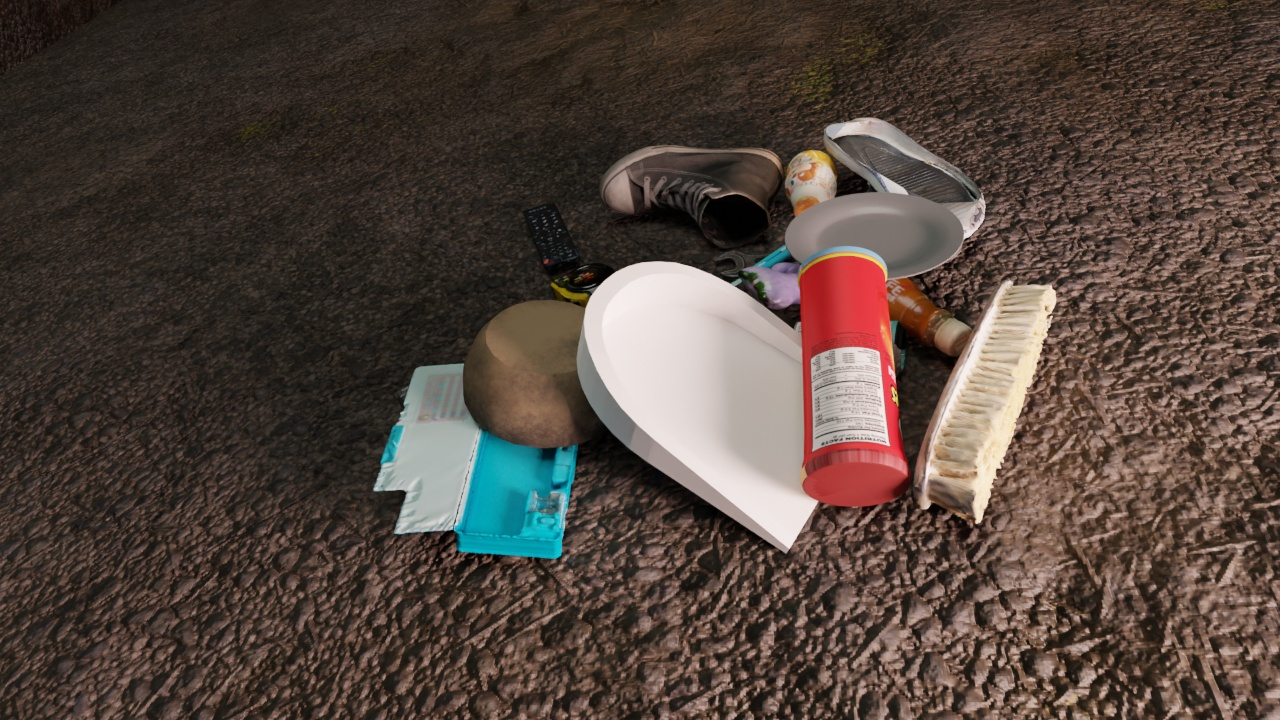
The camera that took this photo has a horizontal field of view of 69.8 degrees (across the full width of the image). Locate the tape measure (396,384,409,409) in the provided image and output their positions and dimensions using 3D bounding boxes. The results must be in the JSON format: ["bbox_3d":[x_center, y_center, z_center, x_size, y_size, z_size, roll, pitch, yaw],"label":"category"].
[{"bbox_3d":[-0.214,0.040,0.963,0.065,0.036,0.059,-29,32,-20],"label":"tape measure"}]

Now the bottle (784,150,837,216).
[{"bbox_3d":[0.207,-0.208,1.116,0.063,0.063,0.108,-3,40,14],"label":"bottle"}]

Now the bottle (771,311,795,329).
[{"bbox_3d":[0.100,0.025,0.872,0.045,0.045,0.184,10,44,28],"label":"bottle"}]

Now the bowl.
[{"bbox_3d":[-0.089,0.004,0.877,0.162,0.070,0.162,3,39,-3],"label":"bowl"}]

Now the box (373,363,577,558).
[{"bbox_3d":[-0.150,0.081,0.858,0.181,0.039,0.226,4,40,1],"label":"box"}]

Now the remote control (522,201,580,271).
[{"bbox_3d":[-0.116,-0.159,1.192,0.047,0.022,0.150,-18,40,-6],"label":"remote control"}]

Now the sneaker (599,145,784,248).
[{"bbox_3d":[0.055,-0.199,1.135,0.235,0.095,0.119,4,41,11],"label":"sneaker"}]

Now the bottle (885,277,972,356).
[{"bbox_3d":[0.255,-0.054,0.910,0.059,0.059,0.167,-29,40,-18],"label":"bottle"}]

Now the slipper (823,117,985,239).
[{"bbox_3d":[0.305,-0.204,1.075,0.111,0.063,0.263,-17,46,-16],"label":"slipper"}]

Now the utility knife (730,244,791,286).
[{"bbox_3d":[0.148,-0.110,1.034,0.140,0.015,0.022,-34,38,-19],"label":"utility knife"}]

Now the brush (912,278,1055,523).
[{"bbox_3d":[0.296,0.025,0.780,0.057,0.083,0.270,13,45,30],"label":"brush"}]

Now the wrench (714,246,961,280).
[{"bbox_3d":[0.220,-0.120,1.044,0.273,0.010,0.069,-5,39,12],"label":"wrench"}]

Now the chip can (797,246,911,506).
[{"bbox_3d":[0.178,0.011,0.786,0.087,0.087,0.212,-4,57,13],"label":"chip can"}]

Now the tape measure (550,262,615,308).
[{"bbox_3d":[-0.059,-0.081,1.060,0.071,0.042,0.072,-26,35,-16],"label":"tape measure"}]

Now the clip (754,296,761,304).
[{"bbox_3d":[0.120,-0.049,0.979,0.037,0.023,0.075,-12,40,0],"label":"clip"}]

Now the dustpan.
[{"bbox_3d":[0.068,0.015,0.804,0.258,0.053,0.191,32,53,13],"label":"dustpan"}]

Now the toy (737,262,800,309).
[{"bbox_3d":[0.152,-0.082,0.983,0.099,0.037,0.080,-5,36,-30],"label":"toy"}]

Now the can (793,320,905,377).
[{"bbox_3d":[0.200,-0.013,0.880,0.102,0.055,0.054,3,41,21],"label":"can"}]

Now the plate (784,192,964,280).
[{"bbox_3d":[0.240,-0.127,0.948,0.178,0.012,0.178,-7,37,5],"label":"plate"}]
